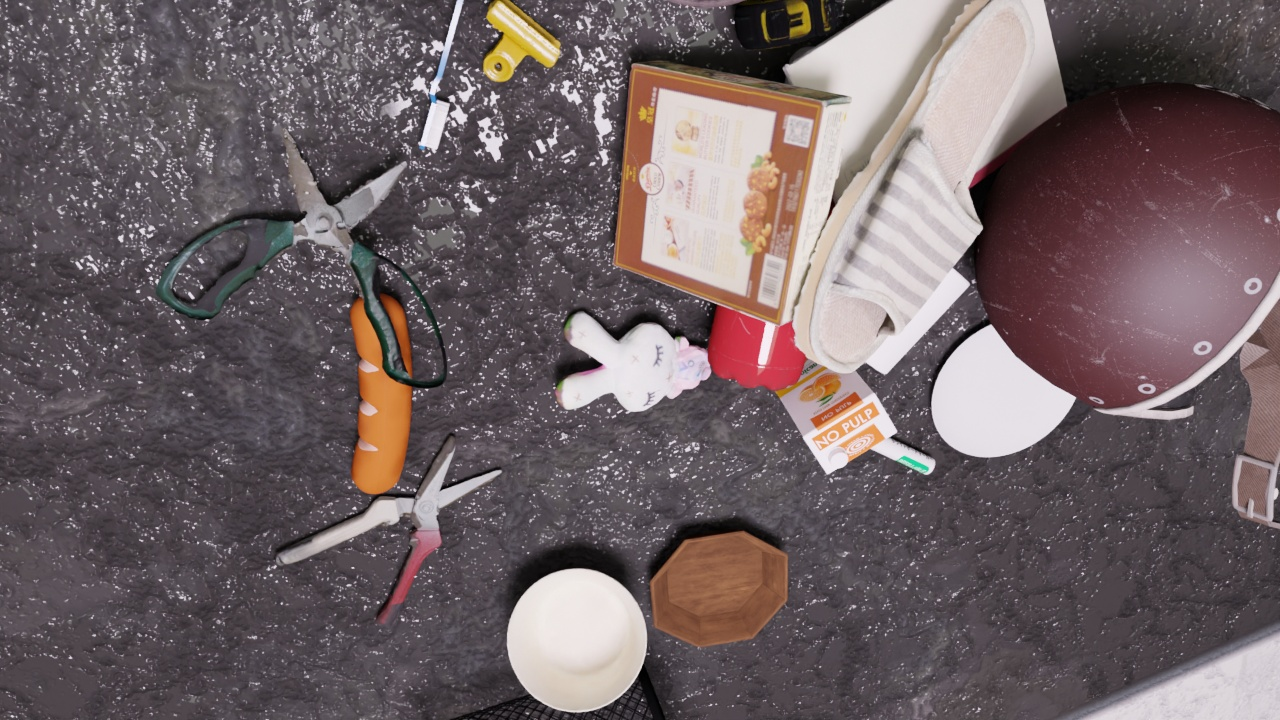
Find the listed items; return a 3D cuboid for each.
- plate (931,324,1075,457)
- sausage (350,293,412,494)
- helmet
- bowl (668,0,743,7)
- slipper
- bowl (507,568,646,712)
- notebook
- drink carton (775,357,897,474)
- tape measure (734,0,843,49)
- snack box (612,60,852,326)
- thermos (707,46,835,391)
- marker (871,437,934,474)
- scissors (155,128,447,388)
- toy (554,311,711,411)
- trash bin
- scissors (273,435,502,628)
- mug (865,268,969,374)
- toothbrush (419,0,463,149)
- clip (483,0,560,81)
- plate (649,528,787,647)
[{"bbox_3d":[0.312,0.022,0.786,0.134,0.011,0.135,-4,117,-8],"label":"plate"},{"bbox_3d":[-0.194,0.028,0.688,0.044,0.039,0.164,2,116,-14],"label":"sausage"},{"bbox_3d":[0.360,-0.061,0.629,0.253,0.233,0.234,14,119,-21],"label":"helmet"},{"bbox_3d":[0.035,-0.293,0.552,0.145,0.067,0.145,-4,117,-8],"label":"bowl"},{"bbox_3d":[0.189,-0.113,0.599,0.114,0.054,0.272,34,85,-50],"label":"slipper"},{"bbox_3d":[-0.052,0.233,0.783,0.115,0.062,0.115,0,83,1],"label":"bowl"},{"bbox_3d":[0.206,-0.183,0.632,0.208,0.012,0.153,-34,118,-12],"label":"notebook"},{"bbox_3d":[0.141,0.029,0.698,0.058,0.122,0.040,-33,117,7],"label":"drink carton"},{"bbox_3d":[0.092,-0.225,0.598,0.061,0.061,0.034,-14,114,-2],"label":"tape measure"},{"bbox_3d":[0.054,-0.114,0.609,0.041,0.147,0.143,-24,128,-47],"label":"snack box"},{"bbox_3d":[0.104,-0.099,0.657,0.073,0.073,0.240,6,109,-13],"label":"thermos"},{"bbox_3d":[0.192,0.065,0.784,0.145,0.017,0.017,25,109,-20],"label":"marker"},{"bbox_3d":[-0.220,-0.049,0.631,0.202,0.015,0.205,-32,96,11],"label":"scissors"},{"bbox_3d":[-0.004,0.004,0.710,0.122,0.038,0.079,1,109,-13],"label":"toy"},{"bbox_3d":[-0.070,0.373,0.811,0.210,0.184,0.184,-21,118,-5],"label":"trash bin"},{"bbox_3d":[-0.209,0.145,0.758,0.179,0.015,0.199,3,115,-11],"label":"scissors"},{"bbox_3d":[0.175,-0.059,0.697,0.110,0.073,0.091,41,105,2],"label":"mug"},{"bbox_3d":[-0.117,-0.216,0.593,0.014,0.016,0.167,15,112,-16],"label":"toothbrush"},{"bbox_3d":[-0.083,-0.208,0.603,0.054,0.048,0.046,33,65,-23],"label":"clip"},{"bbox_3d":[0.069,0.199,0.825,0.131,0.025,0.131,-4,117,-8],"label":"plate"}]
